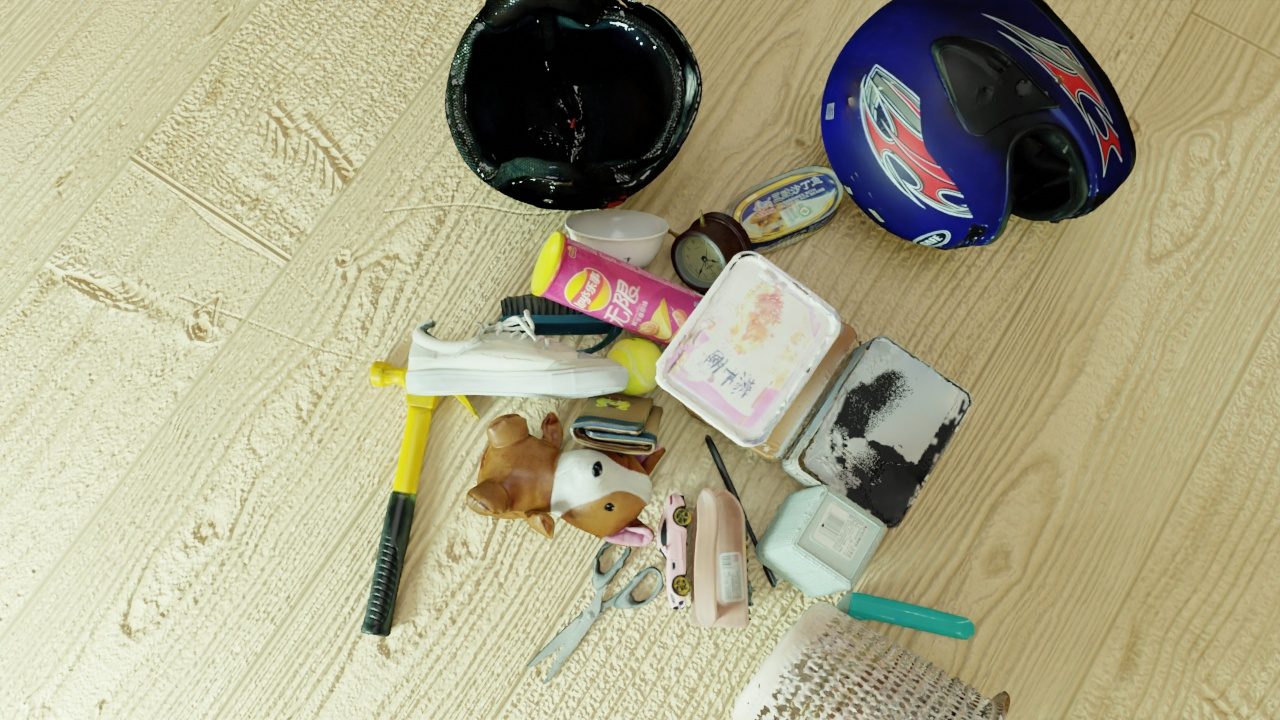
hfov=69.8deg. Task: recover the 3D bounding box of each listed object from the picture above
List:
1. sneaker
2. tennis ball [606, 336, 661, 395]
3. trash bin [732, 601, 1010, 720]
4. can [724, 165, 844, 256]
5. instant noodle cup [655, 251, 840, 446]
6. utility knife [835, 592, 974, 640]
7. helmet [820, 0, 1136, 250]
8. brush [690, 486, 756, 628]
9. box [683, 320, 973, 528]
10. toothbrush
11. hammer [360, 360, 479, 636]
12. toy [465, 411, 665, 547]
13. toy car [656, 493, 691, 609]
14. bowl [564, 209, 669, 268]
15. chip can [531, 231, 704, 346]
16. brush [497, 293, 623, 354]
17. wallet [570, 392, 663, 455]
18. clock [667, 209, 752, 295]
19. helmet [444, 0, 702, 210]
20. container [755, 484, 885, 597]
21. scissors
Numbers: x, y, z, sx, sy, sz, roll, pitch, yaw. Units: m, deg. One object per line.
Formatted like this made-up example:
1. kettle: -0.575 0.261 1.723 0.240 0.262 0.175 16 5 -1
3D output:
1. sneaker: -0.132 -0.006 0.988 0.242 0.089 0.090 1 85 6
2. tennis ball: -0.006 0.006 1.024 0.065 0.065 0.065 0 77 1
3. trash bin: 0.205 0.349 0.881 0.192 0.227 0.227 37 80 21
4. can: 0.165 -0.174 1.070 0.148 0.049 0.074 -23 77 -4
5. instant noodle cup: 0.109 -0.010 0.960 0.138 0.060 0.173 36 84 -1
6. utility knife: 0.284 0.275 0.986 0.151 0.013 0.029 13 80 1
7. helmet: 0.338 -0.239 0.988 0.240 0.247 0.315 -41 90 -4
8. brush: 0.082 0.206 0.967 0.063 0.073 0.145 -7 75 28
9. box: 0.196 0.044 1.004 0.260 0.105 0.178 35 80 3
10. toothbrush: 0.113 0.163 1.012 0.018 0.016 0.181 -24 79 -11
11. hammer: -0.261 0.149 1.013 0.129 0.033 0.300 8 77 4
12. toy: -0.075 0.126 0.976 0.199 0.131 0.140 15 67 -5
13. toy car: 0.036 0.204 0.982 0.037 0.056 0.122 0 75 2
14. bowl: -0.028 -0.126 1.047 0.118 0.118 0.065 4 114 2
15. chip can: -0.009 -0.066 0.993 0.210 0.071 0.071 22 77 -21
16. brush: -0.090 -0.037 1.040 0.144 0.055 0.073 -1 77 0
17. wallet: -0.022 0.065 0.988 0.090 0.115 0.033 10 105 4
18. clock: 0.086 -0.110 1.037 0.055 0.082 0.122 -38 99 -42
19. helmet: -0.072 -0.280 1.007 0.275 0.230 0.233 -2 92 1
20. container: 0.187 0.186 0.948 0.090 0.112 0.090 34 73 2
21. scissors: -0.047 0.275 0.990 0.156 0.014 0.168 3 78 3
